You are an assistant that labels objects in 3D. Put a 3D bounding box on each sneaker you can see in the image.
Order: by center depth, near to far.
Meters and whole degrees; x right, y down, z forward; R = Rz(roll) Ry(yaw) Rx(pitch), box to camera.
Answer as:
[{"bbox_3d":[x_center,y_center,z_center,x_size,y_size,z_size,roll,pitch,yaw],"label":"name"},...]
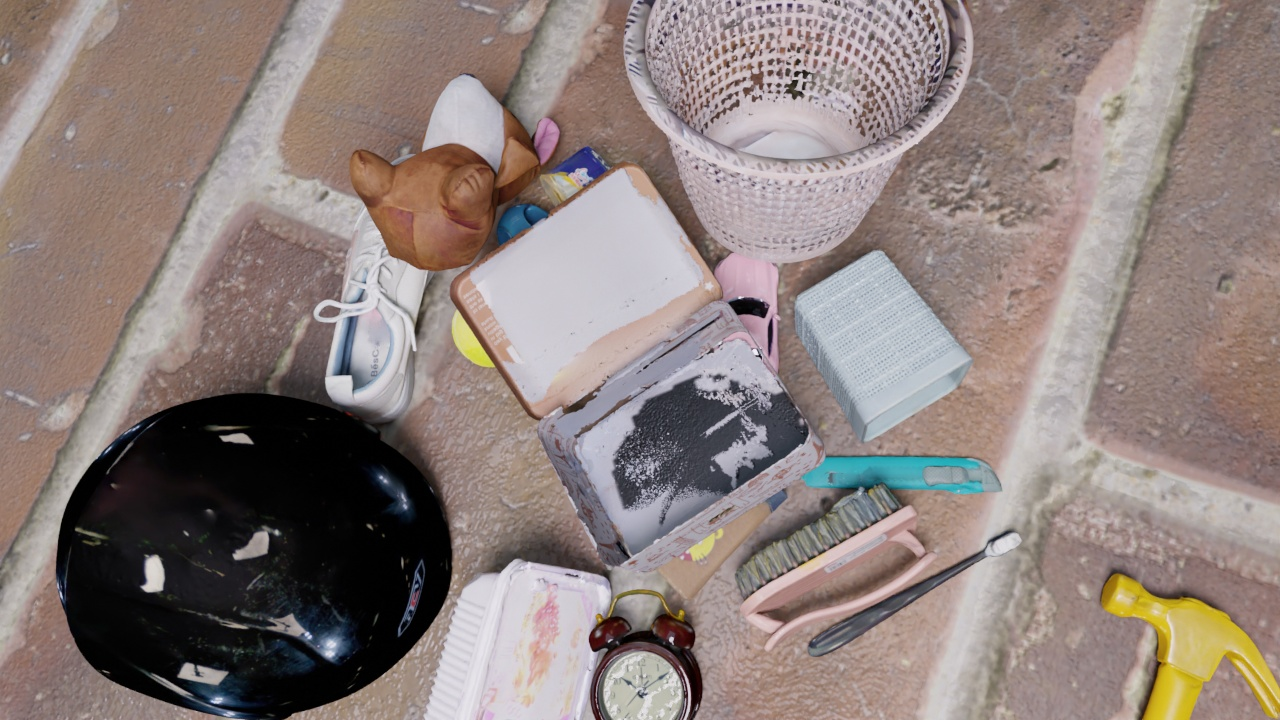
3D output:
[{"bbox_3d":[-0.221,-0.071,0.773,0.089,0.091,0.242,5,77,9],"label":"sneaker"}]

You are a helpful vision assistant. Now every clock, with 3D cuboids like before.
[{"bbox_3d":[0.003,0.232,0.683,0.082,0.055,0.122,-5,79,8],"label":"clock"}]

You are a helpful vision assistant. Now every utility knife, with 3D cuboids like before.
[{"bbox_3d":[0.200,0.088,0.709,0.151,0.013,0.029,-1,74,9],"label":"utility knife"}]

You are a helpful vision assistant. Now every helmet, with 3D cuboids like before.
[{"bbox_3d":[-0.276,0.141,0.671,0.274,0.230,0.233,16,81,-8],"label":"helmet"}]

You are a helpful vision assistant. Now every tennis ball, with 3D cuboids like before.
[{"bbox_3d":[-0.122,-0.027,0.760,0.065,0.065,0.065,-2,76,8],"label":"tennis ball"}]

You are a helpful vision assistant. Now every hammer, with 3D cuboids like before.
[{"bbox_3d":[0.337,0.306,0.626,0.129,0.033,0.300,24,81,15],"label":"hammer"}]

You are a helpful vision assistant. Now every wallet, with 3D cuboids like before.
[{"bbox_3d":[0.045,0.116,0.718,0.090,0.033,0.115,43,90,15],"label":"wallet"}]

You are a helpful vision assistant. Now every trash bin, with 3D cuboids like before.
[{"bbox_3d":[0.109,-0.181,0.684,0.227,0.192,0.227,-2,67,4],"label":"trash bin"}]

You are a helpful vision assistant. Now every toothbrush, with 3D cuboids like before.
[{"bbox_3d":[0.205,0.175,0.687,0.181,0.018,0.015,-30,77,2],"label":"toothbrush"}]

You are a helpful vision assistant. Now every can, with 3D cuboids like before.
[{"bbox_3d":[-0.023,-0.109,0.760,0.049,0.075,0.148,-36,73,-5],"label":"can"}]

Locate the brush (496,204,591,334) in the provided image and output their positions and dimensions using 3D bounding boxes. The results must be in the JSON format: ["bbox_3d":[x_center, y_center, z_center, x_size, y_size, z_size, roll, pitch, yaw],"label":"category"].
[{"bbox_3d":[-0.070,-0.074,0.759,0.055,0.073,0.144,-40,74,5],"label":"brush"}]

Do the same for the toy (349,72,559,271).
[{"bbox_3d":[-0.146,-0.161,0.736,0.140,0.199,0.131,12,121,11],"label":"toy"}]

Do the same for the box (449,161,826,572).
[{"bbox_3d":[-0.005,0.003,0.685,0.179,0.105,0.260,-35,68,7],"label":"box"}]

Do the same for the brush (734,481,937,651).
[{"bbox_3d":[0.140,0.154,0.677,0.145,0.063,0.073,-30,64,1],"label":"brush"}]

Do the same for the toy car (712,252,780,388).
[{"bbox_3d":[0.085,-0.033,0.744,0.056,0.037,0.122,0,75,7],"label":"toy car"}]

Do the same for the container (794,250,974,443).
[{"bbox_3d":[0.177,-0.012,0.699,0.090,0.090,0.111,-32,71,0],"label":"container"}]

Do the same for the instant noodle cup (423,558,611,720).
[{"bbox_3d":[-0.095,0.231,0.669,0.060,0.138,0.173,9,78,34],"label":"instant noodle cup"}]
